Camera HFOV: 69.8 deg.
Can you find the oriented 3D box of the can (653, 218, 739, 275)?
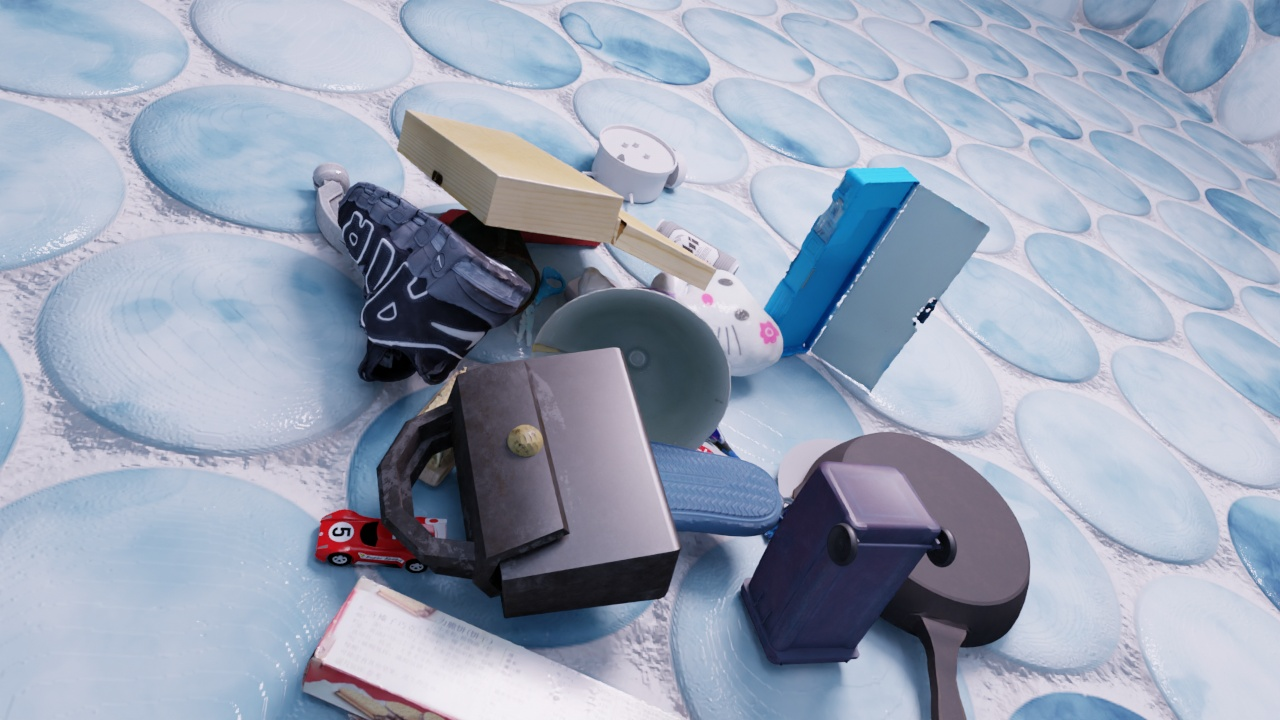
[{"bbox_3d":[0.062,-0.125,1.087,0.106,0.044,0.043,32,39,7],"label":"can"}]

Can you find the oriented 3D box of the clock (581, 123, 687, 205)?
[{"bbox_3d":[-0.001,-0.264,1.196,0.120,0.061,0.158,33,40,9],"label":"clock"}]

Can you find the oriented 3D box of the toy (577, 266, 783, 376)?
[{"bbox_3d":[0.041,-0.033,0.940,0.209,0.086,0.137,-2,49,-28],"label":"toy"}]

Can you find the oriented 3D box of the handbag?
[{"bbox_3d":[-0.091,0.082,0.677,0.199,0.102,0.197,-8,53,-13],"label":"handbag"}]

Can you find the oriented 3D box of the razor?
[{"bbox_3d":[0.094,0.103,0.859,0.141,0.044,0.018,51,3,36],"label":"razor"}]

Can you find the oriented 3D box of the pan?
[{"bbox_3d":[0.258,0.193,0.803,0.248,0.043,0.355,19,39,-9],"label":"pan"}]

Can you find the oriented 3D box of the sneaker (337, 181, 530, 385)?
[{"bbox_3d":[-0.212,-0.055,0.808,0.253,0.151,0.097,32,-1,42],"label":"sneaker"}]

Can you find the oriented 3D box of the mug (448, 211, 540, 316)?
[{"bbox_3d":[-0.147,-0.106,0.897,0.084,0.111,0.081,-4,46,-24],"label":"mug"}]

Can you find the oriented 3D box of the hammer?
[{"bbox_3d":[-0.182,-0.145,0.988,0.315,0.036,0.126,0,47,-29],"label":"hammer"}]

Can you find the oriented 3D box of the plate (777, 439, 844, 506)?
[{"bbox_3d":[0.207,0.148,0.879,0.172,0.019,0.172,15,40,-13],"label":"plate"}]

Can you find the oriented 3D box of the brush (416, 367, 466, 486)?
[{"bbox_3d":[-0.160,0.051,0.770,0.049,0.039,0.116,30,43,3],"label":"brush"}]

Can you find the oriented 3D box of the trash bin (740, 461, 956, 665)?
[{"bbox_3d":[0.152,0.164,0.715,0.093,0.161,0.092,6,37,-23],"label":"trash bin"}]

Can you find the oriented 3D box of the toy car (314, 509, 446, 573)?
[{"bbox_3d":[-0.190,0.131,0.675,0.089,0.025,0.038,10,41,-19],"label":"toy car"}]

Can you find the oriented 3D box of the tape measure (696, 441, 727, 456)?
[{"bbox_3d":[0.048,0.101,0.843,0.062,0.020,0.060,28,44,4],"label":"tape measure"}]

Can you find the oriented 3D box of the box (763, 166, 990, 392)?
[{"bbox_3d":[0.229,-0.089,0.977,0.166,0.244,0.075,15,40,-14],"label":"box"}]

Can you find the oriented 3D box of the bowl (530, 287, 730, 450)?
[{"bbox_3d":[-0.005,0.005,0.817,0.174,0.175,0.067,25,25,-1],"label":"bowl"}]

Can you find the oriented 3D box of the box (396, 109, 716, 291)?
[{"bbox_3d":[-0.085,-0.160,0.901,0.256,0.076,0.247,20,14,-39],"label":"box"}]

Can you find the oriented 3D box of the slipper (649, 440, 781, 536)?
[{"bbox_3d":[0.012,0.115,0.778,0.213,0.059,0.103,3,40,-5],"label":"slipper"}]

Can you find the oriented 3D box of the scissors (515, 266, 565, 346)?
[{"bbox_3d":[-0.119,-0.059,0.943,0.073,0.016,0.133,22,44,-13],"label":"scissors"}]

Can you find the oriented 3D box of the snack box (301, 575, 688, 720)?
[{"bbox_3d":[-0.081,0.235,0.606,0.273,0.044,0.076,25,33,-3],"label":"snack box"}]

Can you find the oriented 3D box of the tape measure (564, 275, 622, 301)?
[{"bbox_3d":[-0.043,-0.066,0.984,0.065,0.017,0.064,43,42,20],"label":"tape measure"}]
